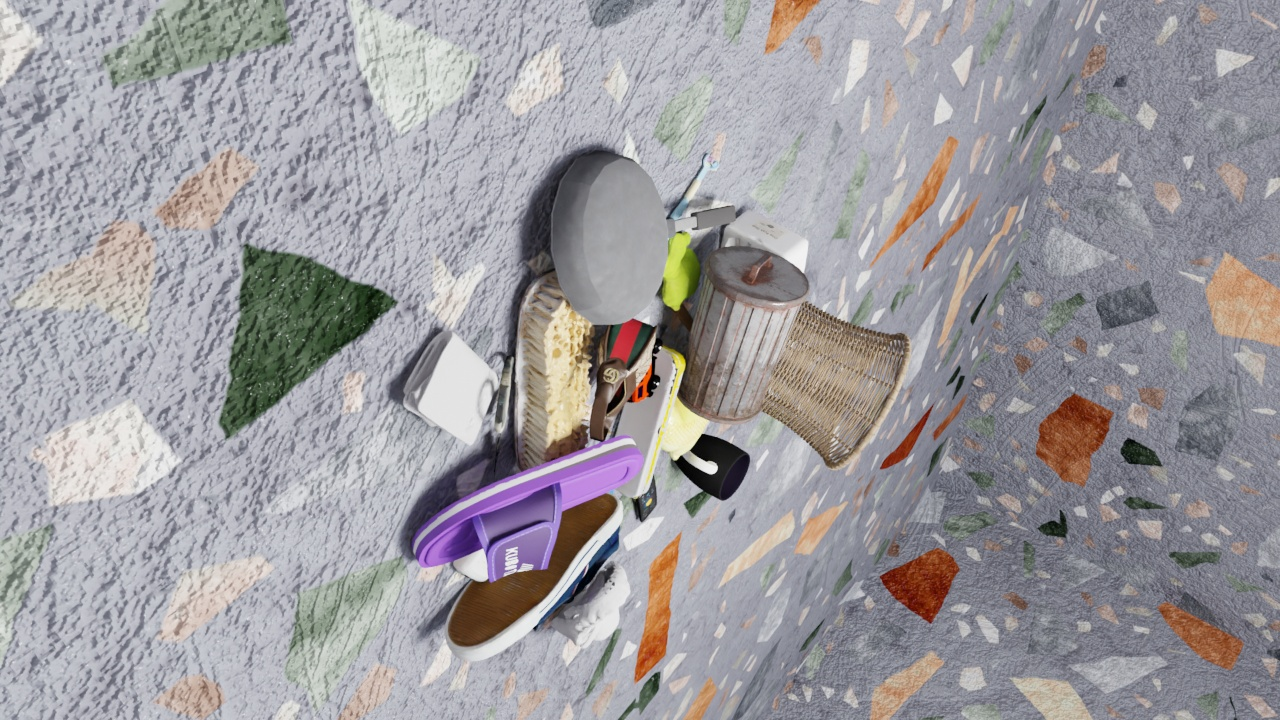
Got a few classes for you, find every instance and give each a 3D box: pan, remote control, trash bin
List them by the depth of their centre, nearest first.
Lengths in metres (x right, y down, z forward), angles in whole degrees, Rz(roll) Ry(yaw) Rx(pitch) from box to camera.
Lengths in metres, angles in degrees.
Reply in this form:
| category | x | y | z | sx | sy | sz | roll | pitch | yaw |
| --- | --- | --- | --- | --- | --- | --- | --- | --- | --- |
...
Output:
| category | x | y | z | sx | sy | sz | roll | pitch | yaw |
| --- | --- | --- | --- | --- | --- | --- | --- | --- | --- |
| pan | 0.026 | -0.144 | 1.006 | 0.356 | 0.041 | 0.179 | -23 | 112 | -55 |
| remote control | -0.162 | 0.198 | 1.080 | 0.138 | 0.025 | 0.060 | -53 | 151 | -11 |
| trash bin | 0.126 | -0.038 | 1.169 | 0.130 | 0.131 | 0.212 | -30 | 144 | -45 |
| remote control | 0.004 | 0.191 | 1.363 | 0.041 | 0.020 | 0.152 | -47 | 150 | -26 |

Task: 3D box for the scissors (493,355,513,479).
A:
| category | x | y | z | sx | sy | sz | roll | pitch | yaw |
| --- | --- | --- | --- | --- | --- | --- | --- | --- | --- |
| scissors | -0.150 | 0.075 | 0.964 | 0.131 | 0.012 | 0.170 | -102 | -157 | -75 |

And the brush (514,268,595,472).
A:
| category | x | y | z | sx | sy | sz | roll | pitch | yaw |
| --- | --- | --- | --- | --- | --- | --- | --- | --- | --- |
| brush | -0.096 | 0.027 | 1.000 | 0.083 | 0.057 | 0.272 | -34 | 142 | -43 |

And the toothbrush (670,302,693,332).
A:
| category | x | y | z | sx | sy | sz | roll | pitch | yaw |
| --- | --- | --- | --- | --- | --- | --- | --- | --- | --- |
| toothbrush | 0.073 | -0.041 | 1.247 | 0.016 | 0.016 | 0.167 | -39 | 142 | 1 |

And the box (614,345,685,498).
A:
| category | x | y | z | sx | sy | sz | roll | pitch | yaw |
| --- | --- | --- | --- | --- | --- | --- | --- | --- | --- |
| box | 0.006 | 0.080 | 1.203 | 0.033 | 0.064 | 0.210 | -7 | 118 | -53 |

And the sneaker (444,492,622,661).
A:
| category | x | y | z | sx | sy | sz | roll | pitch | yaw |
| --- | --- | --- | --- | --- | --- | --- | --- | --- | --- |
| sneaker | -0.124 | 0.289 | 1.149 | 0.293 | 0.121 | 0.127 | -37 | 131 | -43 |

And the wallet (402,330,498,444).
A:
| category | x | y | z | sx | sy | sz | roll | pitch | yaw |
| --- | --- | --- | --- | --- | --- | --- | --- | --- | --- |
| wallet | -0.182 | 0.026 | 0.887 | 0.086 | 0.032 | 0.116 | -64 | 155 | -18 |

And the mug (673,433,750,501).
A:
| category | x | y | z | sx | sy | sz | roll | pitch | yaw |
| --- | --- | --- | --- | --- | --- | --- | --- | --- | --- |
| mug | 0.097 | 0.153 | 1.395 | 0.085 | 0.100 | 0.118 | -63 | 152 | 3 |

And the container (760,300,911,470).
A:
| category | x | y | z | sx | sy | sz | roll | pitch | yaw |
| --- | --- | --- | --- | --- | --- | --- | --- | --- | --- |
| container | 0.252 | 0.017 | 1.354 | 0.227 | 0.196 | 0.227 | -62 | -178 | 4 |

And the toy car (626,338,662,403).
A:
| category | x | y | z | sx | sy | sz | roll | pitch | yaw |
| --- | --- | --- | --- | --- | --- | --- | --- | --- | --- |
| toy car | -0.007 | 0.007 | 1.138 | 0.048 | 0.051 | 0.100 | -40 | 146 | -39 |

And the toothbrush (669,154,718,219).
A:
| category | x | y | z | sx | sy | sz | roll | pitch | yaw |
| --- | --- | --- | --- | --- | --- | --- | --- | --- | --- |
| toothbrush | 0.048 | -0.179 | 1.097 | 0.022 | 0.016 | 0.155 | 35 | 82 | -26 |

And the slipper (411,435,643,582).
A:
| category | x | y | z | sx | sy | sz | roll | pitch | yaw |
| --- | --- | --- | --- | --- | --- | --- | --- | --- | --- |
| slipper | -0.104 | 0.174 | 0.985 | 0.266 | 0.084 | 0.107 | -22 | 153 | -23 |

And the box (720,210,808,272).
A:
| category | x | y | z | sx | sy | sz | roll | pitch | yaw |
| --- | --- | --- | --- | --- | --- | --- | --- | --- | --- |
| box | 0.154 | -0.104 | 1.252 | 0.083 | 0.110 | 0.191 | -24 | 138 | -47 |

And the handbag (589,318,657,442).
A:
| category | x | y | z | sx | sy | sz | roll | pitch | yaw |
| --- | --- | --- | --- | --- | --- | --- | --- | --- | --- |
| handbag | -0.030 | 0.024 | 1.032 | 0.167 | 0.063 | 0.138 | 110 | 2 | -72 |

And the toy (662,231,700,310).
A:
| category | x | y | z | sx | sy | sz | roll | pitch | yaw |
| --- | --- | --- | --- | --- | --- | --- | --- | --- | --- |
| toy | 0.047 | -0.112 | 1.138 | 0.093 | 0.036 | 0.094 | 21 | 90 | -57 |

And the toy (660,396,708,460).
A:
| category | x | y | z | sx | sy | sz | roll | pitch | yaw |
| --- | --- | --- | --- | --- | --- | --- | --- | --- | --- |
| toy | 0.061 | 0.065 | 1.298 | 0.170 | 0.065 | 0.155 | -27 | 122 | -51 |

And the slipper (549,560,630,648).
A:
| category | x | y | z | sx | sy | sz | roll | pitch | yaw |
| --- | --- | --- | --- | --- | --- | --- | --- | --- | --- |
| slipper | -0.064 | 0.334 | 1.224 | 0.112 | 0.074 | 0.247 | -62 | -178 | -30 |

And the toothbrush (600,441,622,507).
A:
| category | x | y | z | sx | sy | sz | roll | pitch | yaw |
| --- | --- | --- | --- | --- | --- | --- | --- | --- | --- |
| toothbrush | -0.042 | 0.166 | 1.267 | 0.016 | 0.014 | 0.167 | -45 | 148 | -29 |
